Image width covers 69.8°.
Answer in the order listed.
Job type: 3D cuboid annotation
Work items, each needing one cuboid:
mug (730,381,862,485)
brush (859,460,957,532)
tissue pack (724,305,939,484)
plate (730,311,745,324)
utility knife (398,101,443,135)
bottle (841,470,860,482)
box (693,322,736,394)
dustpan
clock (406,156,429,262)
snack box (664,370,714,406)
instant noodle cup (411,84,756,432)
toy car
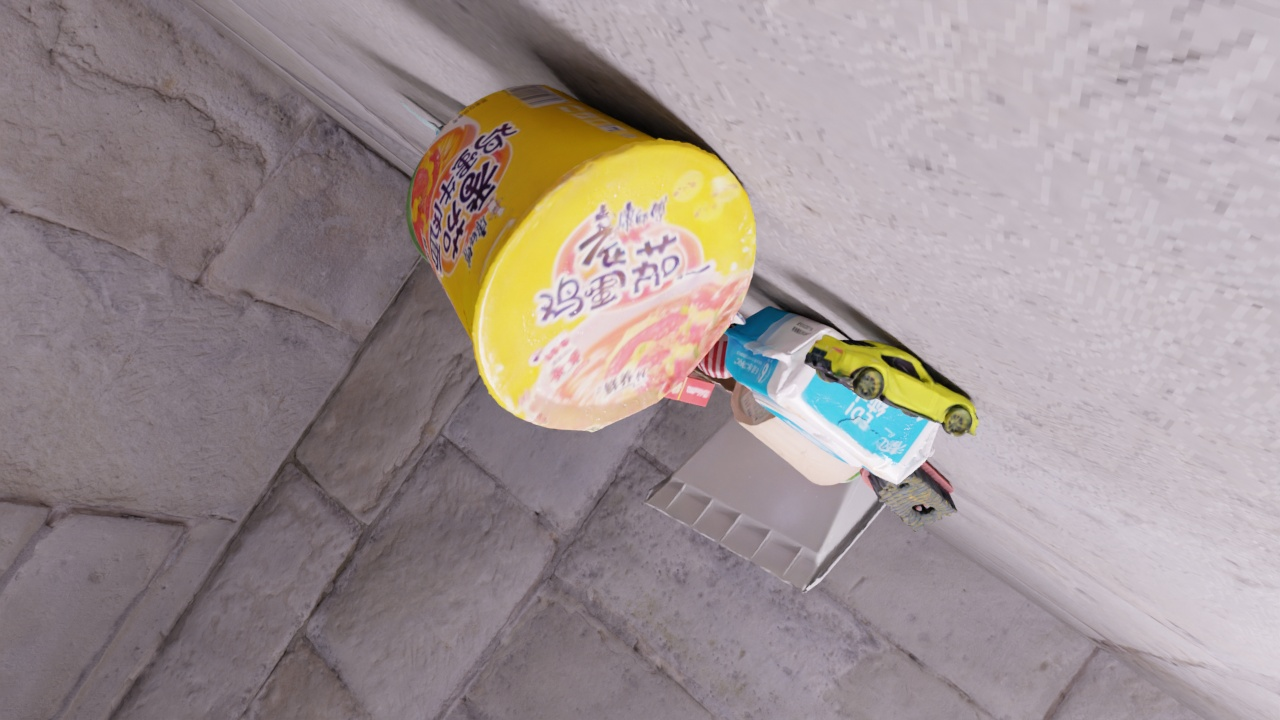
[{"bbox_3d":[0.138,0.034,0.802,0.103,0.084,0.124,37,-155,-30],"label":"mug"},{"bbox_3d":[0.265,0.118,0.931,0.145,0.063,0.069,37,-152,-46],"label":"brush"},{"bbox_3d":[0.124,0.022,0.612,0.140,0.063,0.090,35,180,-22],"label":"tissue pack"},{"bbox_3d":[0.000,-0.080,0.586,0.163,0.034,0.164,36,177,-6],"label":"plate"},{"bbox_3d":[-0.169,-0.208,0.948,0.191,0.018,0.034,36,180,-13],"label":"utility knife"},{"bbox_3d":[0.172,0.058,1.028,0.068,0.068,0.197,35,-177,-46],"label":"bottle"},{"bbox_3d":[0.054,-0.019,0.901,0.087,0.076,0.163,7,-160,-39],"label":"box"},{"bbox_3d":[0.179,0.149,1.090,0.223,0.257,0.143,25,155,33],"label":"dustpan"},{"bbox_3d":[-0.111,-0.113,0.722,0.161,0.116,0.056,39,-167,24],"label":"clock"},{"bbox_3d":[-0.005,0.005,0.833,0.152,0.025,0.075,15,-167,-48],"label":"snack box"},{"bbox_3d":[-0.035,-0.054,0.420,0.110,0.138,0.138,45,-174,41],"label":"instant noodle cup"},{"bbox_3d":[0.140,0.012,0.498,0.105,0.032,0.048,23,-176,-19],"label":"toy car"}]
